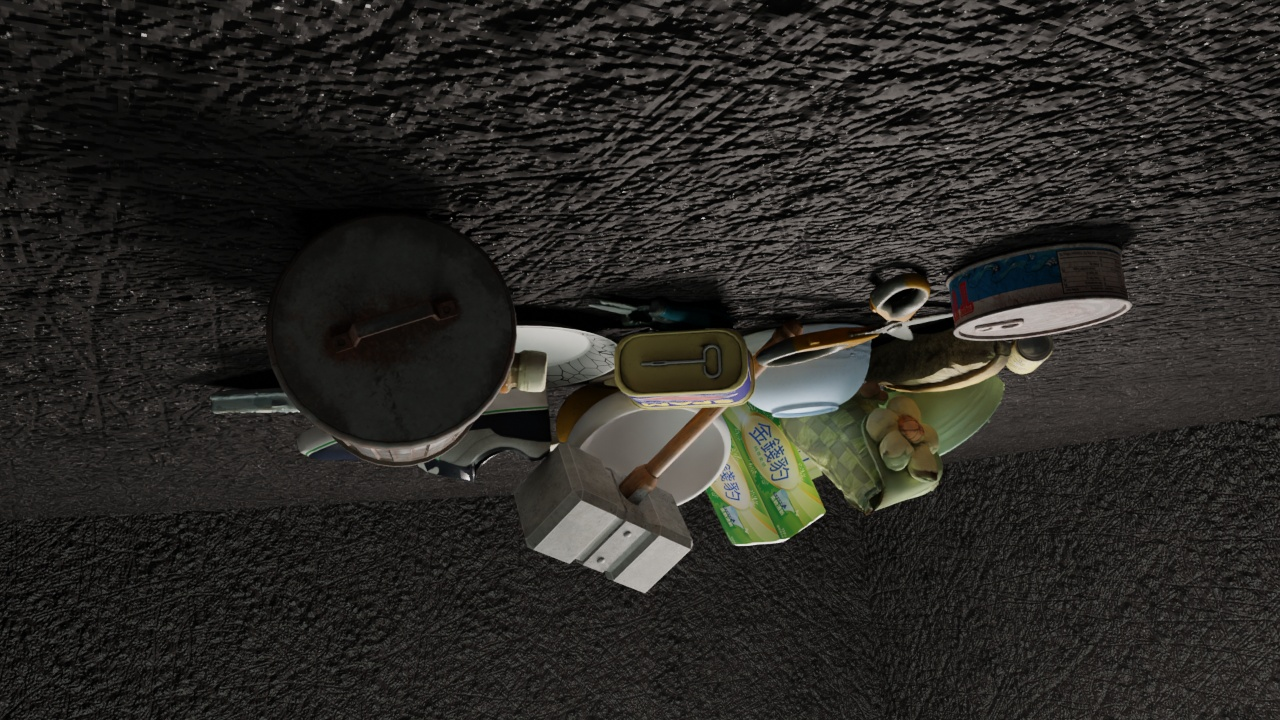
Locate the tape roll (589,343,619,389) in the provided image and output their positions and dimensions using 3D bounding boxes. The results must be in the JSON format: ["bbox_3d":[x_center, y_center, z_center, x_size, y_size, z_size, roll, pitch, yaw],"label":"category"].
[{"bbox_3d":[-0.005,0.005,0.913,0.093,0.030,0.094,-5,169,-1],"label":"tape roll"}]

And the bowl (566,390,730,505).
[{"bbox_3d":[0.003,0.084,0.967,0.176,0.066,0.177,-7,133,-8],"label":"bowl"}]

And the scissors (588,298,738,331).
[{"bbox_3d":[0.019,-0.034,0.761,0.126,0.019,0.144,-5,167,4],"label":"scissors"}]

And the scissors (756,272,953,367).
[{"bbox_3d":[0.215,-0.036,0.796,0.225,0.016,0.217,-12,163,-18],"label":"scissors"}]

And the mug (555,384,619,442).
[{"bbox_3d":[-0.033,0.076,1.057,0.100,0.124,0.094,38,-178,-30],"label":"mug"}]

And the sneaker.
[{"bbox_3d":[-0.200,0.080,0.863,0.235,0.079,0.084,-8,174,-6],"label":"sneaker"}]

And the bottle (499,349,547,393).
[{"bbox_3d":[-0.157,0.002,0.713,0.167,0.059,0.059,4,168,-5],"label":"bottle"}]

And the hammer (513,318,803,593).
[{"bbox_3d":[0.041,0.076,0.879,0.162,0.082,0.318,31,111,-35],"label":"hammer"}]

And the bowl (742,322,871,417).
[{"bbox_3d":[0.162,0.016,0.925,0.150,0.074,0.151,-5,168,-1],"label":"bowl"}]

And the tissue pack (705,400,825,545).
[{"bbox_3d":[0.145,0.101,1.082,0.141,0.197,0.120,-25,-173,-31],"label":"tissue pack"}]

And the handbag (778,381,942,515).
[{"bbox_3d":[0.238,0.075,0.981,0.113,0.186,0.117,-10,136,-38],"label":"handbag"}]

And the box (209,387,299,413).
[{"bbox_3d":[-0.298,0.040,0.938,0.209,0.037,0.188,-3,178,27],"label":"box"}]

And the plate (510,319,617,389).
[{"bbox_3d":[-0.110,-0.007,0.815,0.188,0.016,0.189,-4,163,-1],"label":"plate"}]

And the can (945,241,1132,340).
[{"bbox_3d":[0.313,-0.052,0.726,0.130,0.044,0.130,-5,169,-1],"label":"can"}]

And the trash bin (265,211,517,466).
[{"bbox_3d":[-0.152,-0.002,0.574,0.130,0.130,0.211,-2,170,-14],"label":"trash bin"}]

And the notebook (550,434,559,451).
[{"bbox_3d":[-0.171,0.084,1.100,0.153,0.012,0.208,13,178,4],"label":"notebook"}]

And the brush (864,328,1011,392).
[{"bbox_3d":[0.295,0.001,0.938,0.043,0.059,0.196,12,170,-22],"label":"brush"}]

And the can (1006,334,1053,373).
[{"bbox_3d":[0.420,-0.010,0.995,0.038,0.038,0.079,-7,168,12],"label":"can"}]

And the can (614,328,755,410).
[{"bbox_3d":[0.038,0.008,0.785,0.116,0.056,0.092,-3,171,8],"label":"can"}]

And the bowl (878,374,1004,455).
[{"bbox_3d":[0.327,0.042,1.046,0.151,0.077,0.150,-40,-171,8],"label":"bowl"}]
